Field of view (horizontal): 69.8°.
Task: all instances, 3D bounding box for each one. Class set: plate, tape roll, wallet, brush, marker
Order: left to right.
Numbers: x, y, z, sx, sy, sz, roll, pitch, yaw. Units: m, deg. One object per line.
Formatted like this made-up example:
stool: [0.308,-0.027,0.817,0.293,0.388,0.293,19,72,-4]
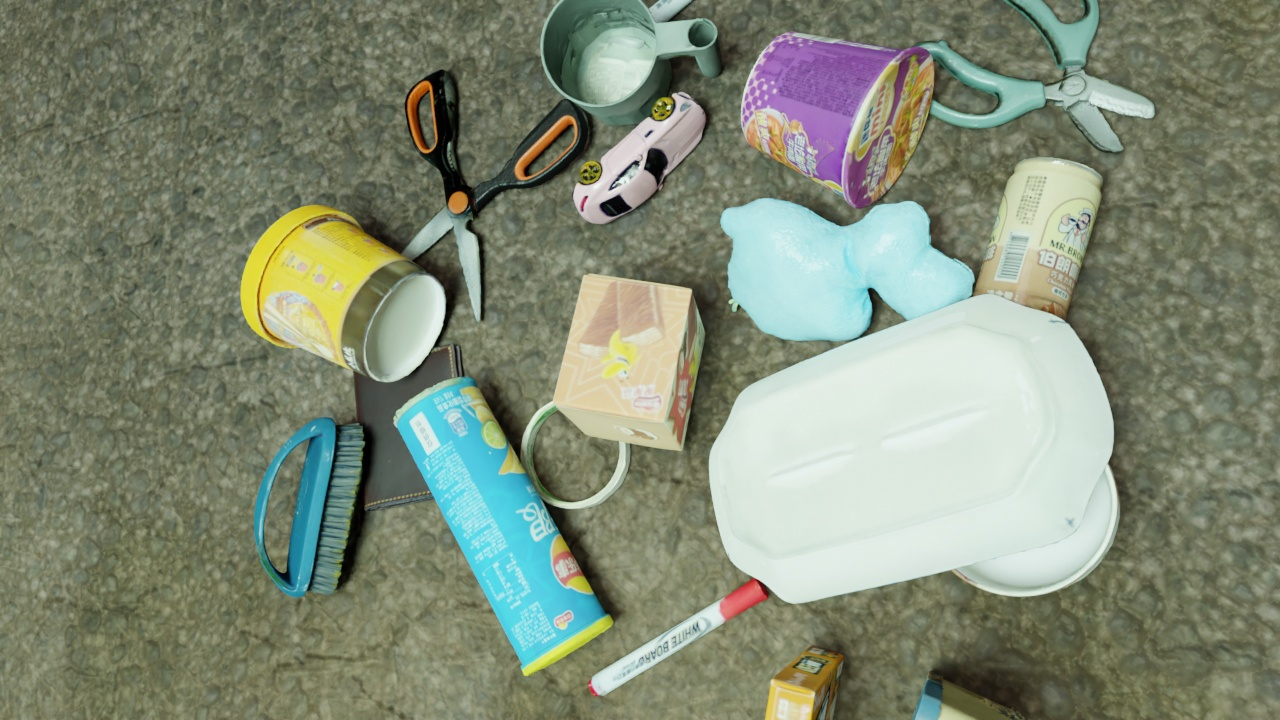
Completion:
brush: [-0.263,0.115,0.720,0.055,0.073,0.144,14,94,60]
wallet: [-0.184,0.054,0.742,0.096,0.020,0.122,-13,75,11]
tape roll: [-0.050,0.070,0.696,0.086,0.014,0.085,-3,79,17]
marker: [0.025,0.196,0.646,0.145,0.017,0.017,-34,72,10]
marker: [0.030,-0.291,0.734,0.131,0.018,0.022,-37,62,8]
plate: [0.149,0.056,0.579,0.266,0.034,0.161,-23,64,31]

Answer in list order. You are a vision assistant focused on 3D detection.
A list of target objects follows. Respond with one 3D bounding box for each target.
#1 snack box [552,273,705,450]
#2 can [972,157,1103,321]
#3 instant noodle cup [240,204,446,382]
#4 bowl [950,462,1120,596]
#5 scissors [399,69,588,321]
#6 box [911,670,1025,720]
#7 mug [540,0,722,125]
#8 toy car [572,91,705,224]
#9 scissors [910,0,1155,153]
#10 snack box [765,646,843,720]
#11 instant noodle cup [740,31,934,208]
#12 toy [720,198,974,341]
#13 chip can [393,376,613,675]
snack box: [-0.004,0.004,0.642,0.077,0.093,0.094,9,75,13]
can: [0.255,-0.067,0.596,0.058,0.058,0.116,17,85,20]
instant noodle cup: [-0.226,-0.048,0.721,0.114,0.118,0.118,25,88,20]
bowl: [0.236,0.088,0.565,0.114,0.062,0.113,-11,72,35]
scissors: [-0.138,-0.147,0.764,0.221,0.021,0.233,-22,74,18]
box: [0.171,0.228,0.504,0.062,0.184,0.089,18,81,24]
mug: [-0.002,-0.223,0.679,0.124,0.103,0.083,-2,95,9]
toy car: [0.002,-0.150,0.697,0.122,0.056,0.037,-41,67,7]
scissors: [0.281,-0.219,0.637,0.177,0.019,0.172,23,87,22]
snack box: [0.095,0.218,0.545,0.026,0.153,0.075,9,83,19]
instant noodle cup: [0.131,-0.173,0.636,0.099,0.111,0.111,28,90,30]
toy: [0.130,-0.057,0.629,0.157,0.049,0.161,-37,96,33]
chip can: [-0.102,0.117,0.668,0.071,0.071,0.210,-34,74,9]
